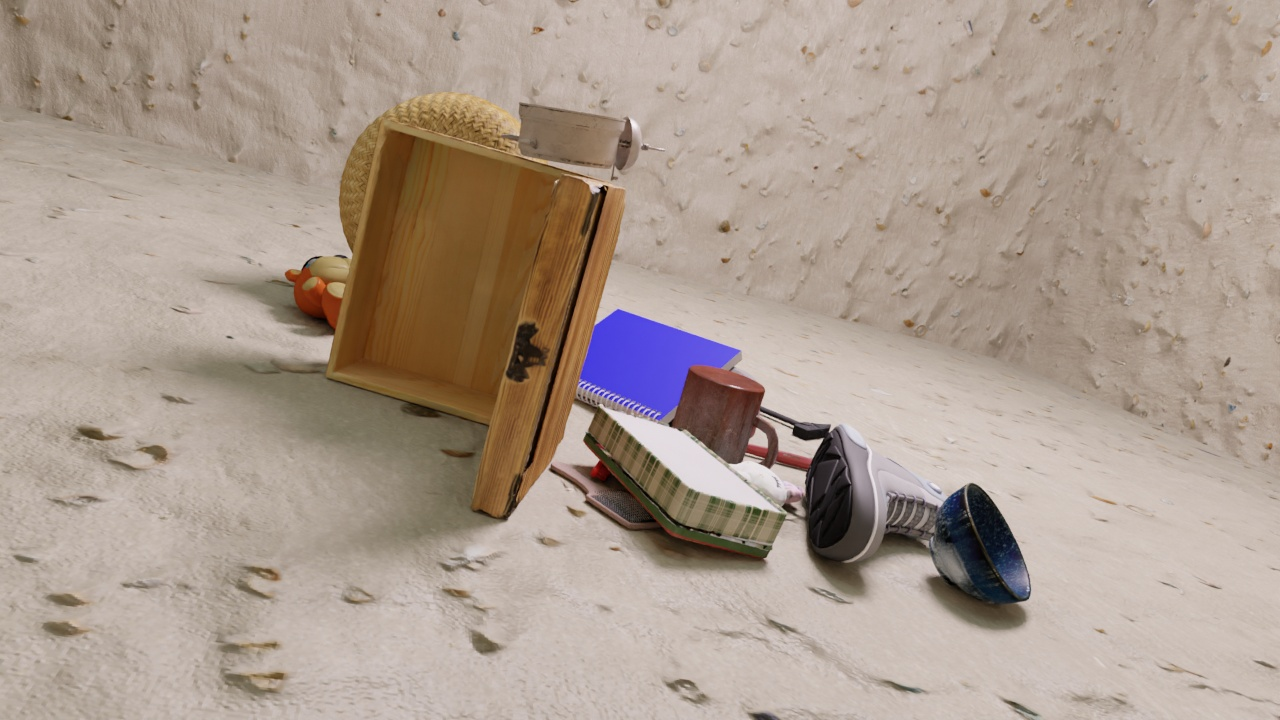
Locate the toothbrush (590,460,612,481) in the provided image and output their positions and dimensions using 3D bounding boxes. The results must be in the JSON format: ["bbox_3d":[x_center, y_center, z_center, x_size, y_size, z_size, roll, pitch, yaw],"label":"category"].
[{"bbox_3d":[-0.023,0.094,0.968,0.018,0.012,0.212,28,11,3],"label":"toothbrush"}]

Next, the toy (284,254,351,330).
[{"bbox_3d":[-0.388,-0.087,1.177,0.112,0.096,0.176,3,6,-44],"label":"toy"}]

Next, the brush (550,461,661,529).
[{"bbox_3d":[-0.035,0.116,0.831,0.049,0.015,0.136,6,15,-46],"label":"brush"}]

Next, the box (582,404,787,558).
[{"bbox_3d":[0.033,0.107,0.844,0.117,0.051,0.205,17,9,-32],"label":"box"}]

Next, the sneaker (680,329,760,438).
[{"bbox_3d":[0.067,0.035,1.197,0.099,0.090,0.236,-29,39,-23],"label":"sneaker"}]

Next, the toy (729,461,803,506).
[{"bbox_3d":[0.115,0.125,0.941,0.122,0.038,0.079,13,4,-25],"label":"toy"}]

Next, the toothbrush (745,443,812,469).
[{"bbox_3d":[0.127,0.107,1.107,0.190,0.016,0.016,15,16,-7],"label":"toothbrush"}]

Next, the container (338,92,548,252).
[{"bbox_3d":[-0.263,-0.208,1.279,0.307,0.307,0.196,17,1,4],"label":"container"}]

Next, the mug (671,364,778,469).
[{"bbox_3d":[0.096,0.072,1.004,0.123,0.110,0.096,19,16,16],"label":"mug"}]

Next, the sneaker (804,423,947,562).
[{"bbox_3d":[0.249,0.151,0.904,0.160,0.093,0.256,25,12,1],"label":"sneaker"}]

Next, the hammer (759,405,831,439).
[{"bbox_3d":[0.137,0.053,1.399,0.325,0.015,0.094,23,13,35],"label":"hammer"}]

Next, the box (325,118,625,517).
[{"bbox_3d":[-0.156,-0.058,0.850,0.286,0.279,0.336,16,9,0],"label":"box"}]

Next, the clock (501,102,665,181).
[{"bbox_3d":[-0.050,-0.212,0.896,0.156,0.061,0.103,4,15,-21],"label":"clock"}]

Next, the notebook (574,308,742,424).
[{"bbox_3d":[-0.007,0.007,1.161,0.209,0.022,0.171,21,45,37],"label":"notebook"}]

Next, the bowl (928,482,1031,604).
[{"bbox_3d":[0.306,0.178,0.853,0.114,0.061,0.114,39,33,-32],"label":"bowl"}]
